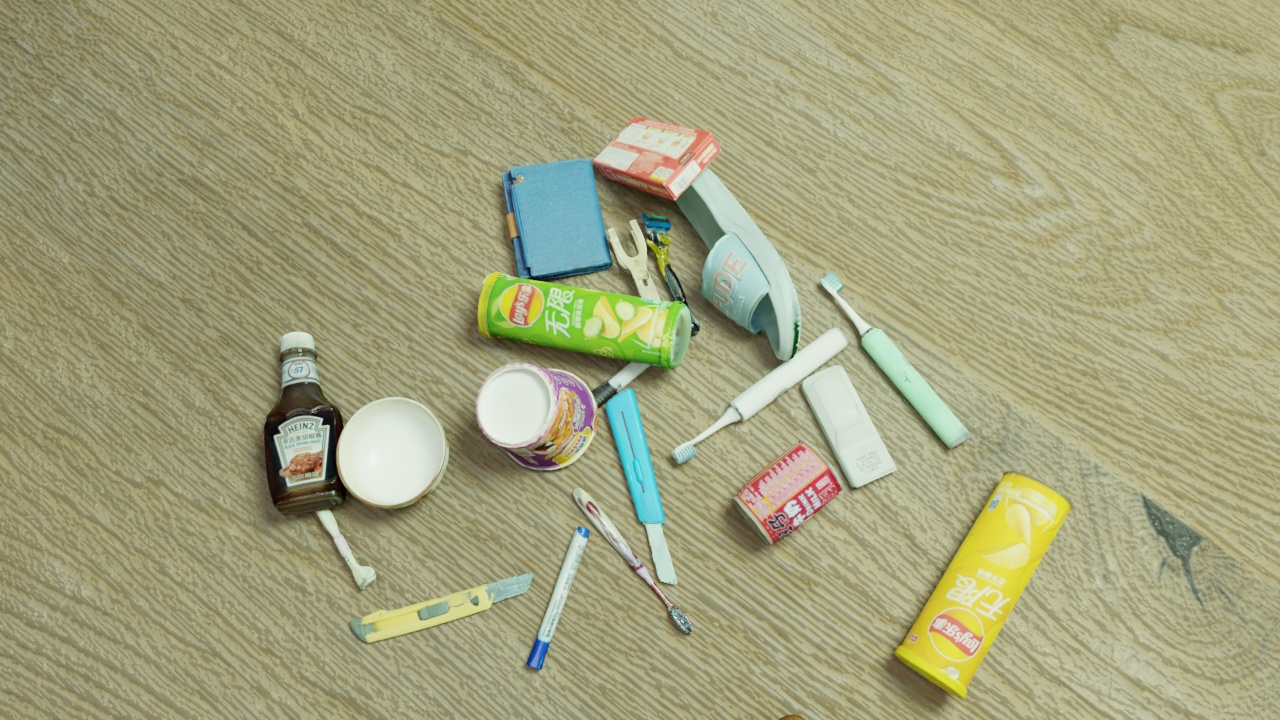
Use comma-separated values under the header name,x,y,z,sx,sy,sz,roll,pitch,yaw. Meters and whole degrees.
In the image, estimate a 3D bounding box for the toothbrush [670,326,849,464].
name,x,y,z,sx,sy,sz,roll,pitch,yaw
toothbrush,0.123,0.037,0.959,0.221,0.027,0.026,-36,58,-5

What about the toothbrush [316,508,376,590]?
name,x,y,z,sx,sy,sz,roll,pitch,yaw
toothbrush,-0.334,0.158,0.969,0.029,0.020,0.189,-45,73,26

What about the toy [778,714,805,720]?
name,x,y,z,sx,sy,sz,roll,pitch,yaw
toy,0.105,0.421,0.821,0.199,0.130,0.140,-43,82,3

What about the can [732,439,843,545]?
name,x,y,z,sx,sy,sz,roll,pitch,yaw
can,0.145,0.132,0.912,0.093,0.066,0.066,-38,76,-6

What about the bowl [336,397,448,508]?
name,x,y,z,sx,sy,sz,roll,pitch,yaw
bowl,-0.251,0.099,0.954,0.113,0.062,0.113,-1,75,3

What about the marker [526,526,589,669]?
name,x,y,z,sx,sy,sz,roll,pitch,yaw
marker,-0.082,0.239,0.929,0.017,0.017,0.145,18,78,9

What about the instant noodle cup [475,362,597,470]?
name,x,y,z,sx,sy,sz,roll,pitch,yaw
instant noodle cup,-0.110,0.051,0.929,0.112,0.099,0.111,-3,76,14

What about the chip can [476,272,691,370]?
name,x,y,z,sx,sy,sz,roll,pitch,yaw
chip can,-0.058,-0.041,0.959,0.221,0.072,0.072,10,76,13

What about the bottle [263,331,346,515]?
name,x,y,z,sx,sy,sz,roll,pitch,yaw
bottle,-0.358,0.063,0.973,0.080,0.044,0.194,-10,67,-8

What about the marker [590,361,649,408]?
name,x,y,z,sx,sy,sz,roll,pitch,yaw
marker,-0.006,0.006,0.982,0.130,0.018,0.022,-41,83,-6

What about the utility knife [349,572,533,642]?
name,x,y,z,sx,sy,sz,roll,pitch,yaw
utility knife,-0.202,0.253,0.939,0.195,0.020,0.031,-16,81,-4

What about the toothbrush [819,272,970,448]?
name,x,y,z,sx,sy,sz,roll,pitch,yaw
toothbrush,0.261,-0.002,0.959,0.027,0.026,0.224,-42,75,16

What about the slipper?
name,x,y,z,sx,sy,sz,roll,pitch,yaw
slipper,0.089,-0.105,0.961,0.074,0.104,0.245,-28,70,-9

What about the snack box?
name,x,y,z,sx,sy,sz,roll,pitch,yaw
snack box,0.015,-0.220,0.987,0.075,0.025,0.153,-48,37,-8

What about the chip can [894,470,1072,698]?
name,x,y,z,sx,sy,sz,roll,pitch,yaw
chip can,0.328,0.211,0.877,0.072,0.072,0.213,33,79,11

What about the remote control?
name,x,y,z,sx,sy,sz,roll,pitch,yaw
remote control,0.213,0.067,0.946,0.049,0.024,0.125,-25,76,-2

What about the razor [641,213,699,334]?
name,x,y,z,sx,sy,sz,roll,pitch,yaw
razor,0.034,-0.092,1.003,0.022,0.042,0.142,-29,75,40

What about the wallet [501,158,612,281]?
name,x,y,z,sx,sy,sz,roll,pitch,yaw
wallet,-0.095,-0.156,1.020,0.106,0.040,0.133,-10,75,-7

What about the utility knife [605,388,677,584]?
name,x,y,z,sx,sy,sz,roll,pitch,yaw
utility knife,0.004,0.131,0.950,0.034,0.018,0.206,-16,76,0

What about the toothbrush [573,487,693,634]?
name,x,y,z,sx,sy,sz,roll,pitch,yaw
toothbrush,-0.009,0.202,0.932,0.016,0.017,0.187,-39,77,-7

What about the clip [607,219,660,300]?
name,x,y,z,sx,sy,sz,roll,pitch,yaw
clip,-0.003,-0.100,1.009,0.034,0.081,0.104,-23,93,-3
